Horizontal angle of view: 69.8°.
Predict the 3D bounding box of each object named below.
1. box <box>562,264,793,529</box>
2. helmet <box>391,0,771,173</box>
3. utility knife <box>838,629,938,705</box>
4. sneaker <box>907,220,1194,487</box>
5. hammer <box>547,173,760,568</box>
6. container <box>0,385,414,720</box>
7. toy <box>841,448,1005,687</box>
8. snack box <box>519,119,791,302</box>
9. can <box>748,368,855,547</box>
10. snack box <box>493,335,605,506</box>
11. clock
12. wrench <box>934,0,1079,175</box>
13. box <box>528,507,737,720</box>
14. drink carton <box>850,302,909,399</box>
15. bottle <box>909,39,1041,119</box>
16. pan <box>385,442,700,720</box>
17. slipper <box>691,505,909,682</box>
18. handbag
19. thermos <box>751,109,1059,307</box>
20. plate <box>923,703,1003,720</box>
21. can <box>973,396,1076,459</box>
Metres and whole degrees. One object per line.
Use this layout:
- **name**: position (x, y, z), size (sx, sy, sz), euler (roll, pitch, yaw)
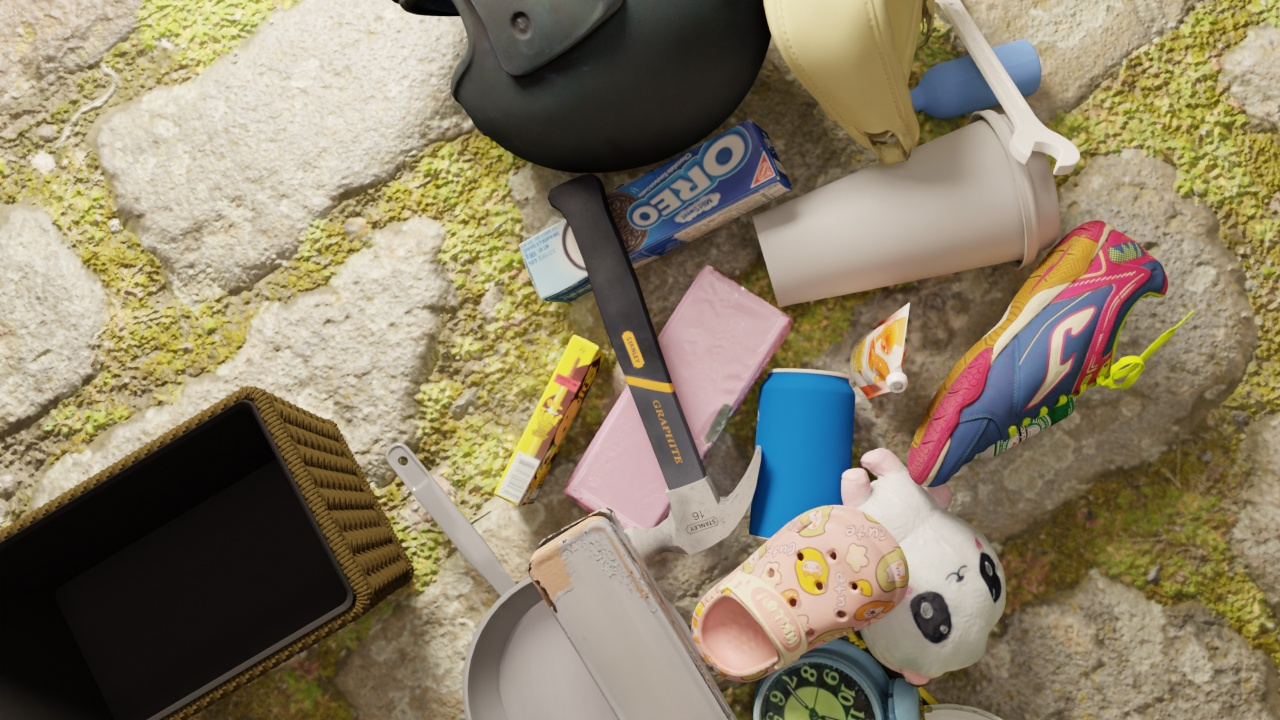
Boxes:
- **box**: position (0.030, 0.038, 0.775), size (0.098, 0.037, 0.233), euler (32, 97, 10)
- **helmet**: position (-0.050, -0.269, 0.730), size (0.317, 0.248, 0.236), euler (-2, 106, 23)
- **utility knife**: position (0.186, 0.244, 0.770), size (0.213, 0.020, 0.028), euler (44, 87, 8)
- **sneaker**: position (0.301, 0.011, 0.691), size (0.091, 0.116, 0.242), euler (38, 95, 2)
- **hammer**: position (-0.004, 0.004, 0.735), size (0.139, 0.035, 0.312), euler (-21, 92, 9)
- **container**: position (-0.351, 0.180, 0.715), size (0.321, 0.205, 0.176), euler (-31, 83, 0)
- **toy**: position (0.214, 0.158, 0.727), size (0.138, 0.102, 0.179), euler (-27, 94, -25)
- **snack box**: position (0.010, -0.119, 0.766), size (0.227, 0.059, 0.059), euler (-24, 83, 19)
- **can**: position (0.134, 0.083, 0.758), size (0.079, 0.079, 0.146), euler (5, 85, 4)
- **snack box**: position (-0.075, 0.052, 0.784), size (0.025, 0.061, 0.149), euler (26, 87, 7)
- **clock**: position (0.161, 0.290, 0.730), size (0.162, 0.060, 0.118), euler (18, 88, 22)
- **wrench**: position (0.281, -0.237, 0.739), size (0.047, 0.009, 0.272), euler (0, 49, -9)
- **box**: position (-0.004, 0.224, 0.711), size (0.081, 0.063, 0.216), euler (-31, 91, 1)
- **drink carton**: position (0.199, -0.005, 0.740), size (0.039, 0.122, 0.069), euler (9, 85, 4)
- **bottle**: position (0.274, -0.236, 0.796), size (0.131, 0.048, 0.048), euler (-16, 83, 2)
- **pan**: position (-0.096, 0.211, 0.774), size (0.201, 0.051, 0.356), euler (-39, 83, -1)
- **slipper**: position (0.103, 0.182, 0.682), size (0.198, 0.081, 0.093), euler (-41, 75, 31)
- **handbag**: position (0.172, -0.271, 0.708), size (0.089, 0.191, 0.232), euler (-4, 44, 29)
- **thermos**: position (0.211, -0.114, 0.757), size (0.222, 0.131, 0.131), euler (-16, 83, 9)
- **plate**: position (0.252, 0.353, 0.742), size (0.157, 0.014, 0.157), euler (1, 93, 14)
- **can**: position (0.307, 0.042, 0.764), size (0.101, 0.053, 0.053), euler (-28, 83, 0)
